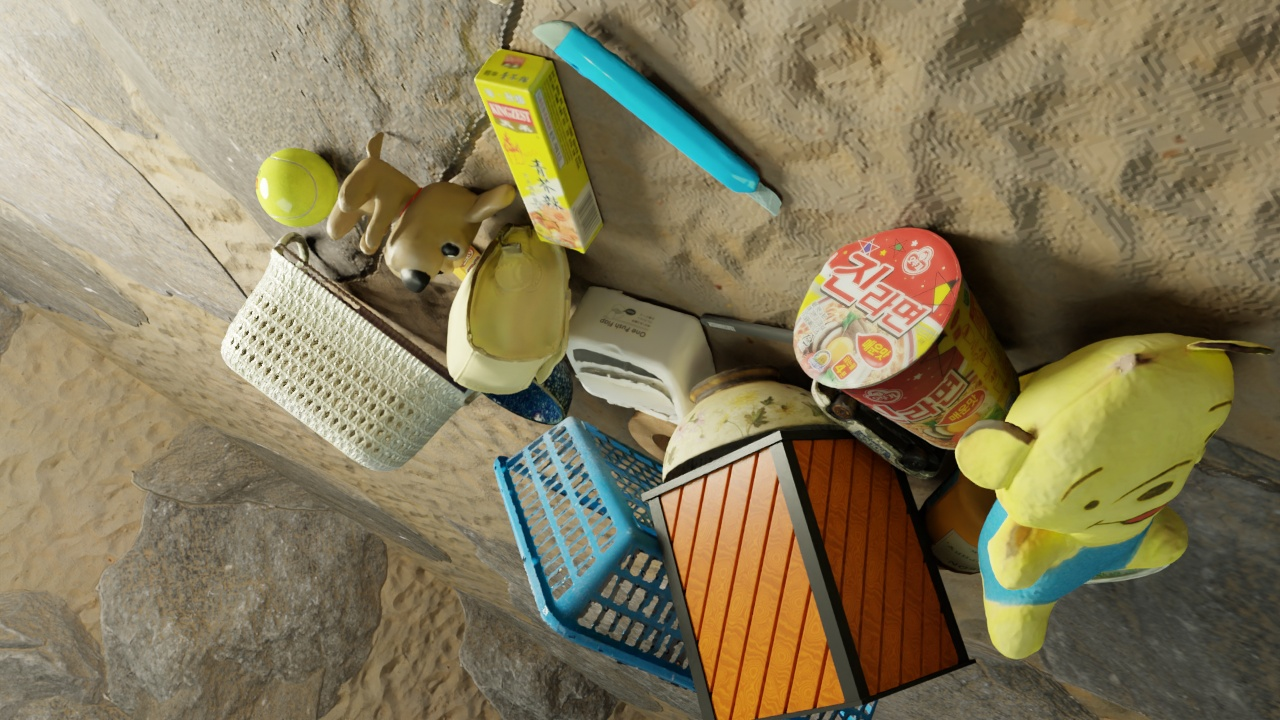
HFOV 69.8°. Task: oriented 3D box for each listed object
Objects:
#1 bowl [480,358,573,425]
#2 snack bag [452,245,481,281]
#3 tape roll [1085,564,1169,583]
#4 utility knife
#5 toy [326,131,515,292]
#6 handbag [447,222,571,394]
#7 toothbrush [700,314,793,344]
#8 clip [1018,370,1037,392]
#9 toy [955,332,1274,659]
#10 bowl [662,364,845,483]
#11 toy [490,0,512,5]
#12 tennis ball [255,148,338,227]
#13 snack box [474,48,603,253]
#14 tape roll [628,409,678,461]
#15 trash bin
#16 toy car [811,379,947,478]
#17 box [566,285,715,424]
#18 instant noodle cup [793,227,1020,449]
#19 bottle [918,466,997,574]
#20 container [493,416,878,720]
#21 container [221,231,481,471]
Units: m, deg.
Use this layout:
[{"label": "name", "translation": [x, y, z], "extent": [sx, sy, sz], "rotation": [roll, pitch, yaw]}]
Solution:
[{"label": "bowl", "translation": [-0.108, 0.005, 0.861], "extent": [0.114, 0.060, 0.114], "rotation": [23, 155, 11]}, {"label": "snack bag", "translation": [-0.131, -0.066, 0.794], "extent": [0.020, 0.026, 0.099], "rotation": [5, 144, 53]}, {"label": "tape roll", "translation": [0.319, 0.138, 0.646], "extent": [0.094, 0.018, 0.094], "rotation": [2, 152, 1]}, {"label": "utility knife", "translation": [0.016, -0.134, 0.514], "extent": [0.175, 0.015, 0.031], "rotation": [37, 158, -17]}, {"label": "toy", "translation": [-0.169, -0.107, 0.685], "extent": [0.108, 0.105, 0.134], "rotation": [27, 154, -19]}, {"label": "handbag", "translation": [-0.102, -0.039, 0.715], "extent": [0.081, 0.111, 0.119], "rotation": [7, 164, -17]}, {"label": "toothbrush", "translation": [0.111, -0.016, 0.638], "extent": [0.167, 0.013, 0.013], "rotation": [13, 151, 38]}, {"label": "clip", "translation": [0.243, 0.029, 0.560], "extent": [0.046, 0.047, 0.054], "rotation": [57, 153, 2]}, {"label": "toy", "translation": [0.245, 0.065, 0.506], "extent": [0.084, 0.149, 0.214], "rotation": [54, 170, 42]}, {"label": "bowl", "translation": [0.079, 0.045, 0.690], "extent": [0.145, 0.063, 0.145], "rotation": [-12, 161, -4]}, {"label": "toy", "translation": [-0.079, -0.217, 0.430], "extent": [0.092, 0.043, 0.118], "rotation": [27, 157, 4]}, {"label": "tennis ball", "translation": [-0.287, -0.145, 0.769], "extent": [0.065, 0.065, 0.065], "rotation": [25, 155, 12]}, {"label": "snack box", "translation": [-0.062, -0.130, 0.591], "extent": [0.040, 0.028, 0.148], "rotation": [19, 153, 22]}, {"label": "tape roll", "translation": [0.036, 0.070, 0.864], "extent": [0.094, 0.027, 0.094], "rotation": [25, 155, 12]}, {"label": "trash bin", "translation": [0.117, 0.155, 0.661], "extent": [0.139, 0.171, 0.140], "rotation": [3, 155, -43]}, {"label": "toy car", "translation": [0.164, 0.038, 0.637], "extent": [0.113, 0.048, 0.041], "rotation": [36, 149, -10]}, {"label": "box", "translation": [-0.010, 0.013, 0.731], "extent": [0.107, 0.095, 0.102], "rotation": [21, 153, 25]}, {"label": "instant noodle cup", "translation": [0.160, -0.002, 0.520], "extent": [0.112, 0.100, 0.101], "rotation": [38, 156, -33]}, {"label": "bottle", "translation": [0.244, 0.121, 0.681], "extent": [0.068, 0.067, 0.157], "rotation": [26, 155, 10]}, {"label": "container", "translation": [0.056, 0.189, 0.830], "extent": [0.362, 0.089, 0.257], "rotation": [31, -169, -28]}, {"label": "container", "translation": [-0.293, 0.001, 0.931], "extent": [0.251, 0.143, 0.185], "rotation": [37, 171, -2]}]
